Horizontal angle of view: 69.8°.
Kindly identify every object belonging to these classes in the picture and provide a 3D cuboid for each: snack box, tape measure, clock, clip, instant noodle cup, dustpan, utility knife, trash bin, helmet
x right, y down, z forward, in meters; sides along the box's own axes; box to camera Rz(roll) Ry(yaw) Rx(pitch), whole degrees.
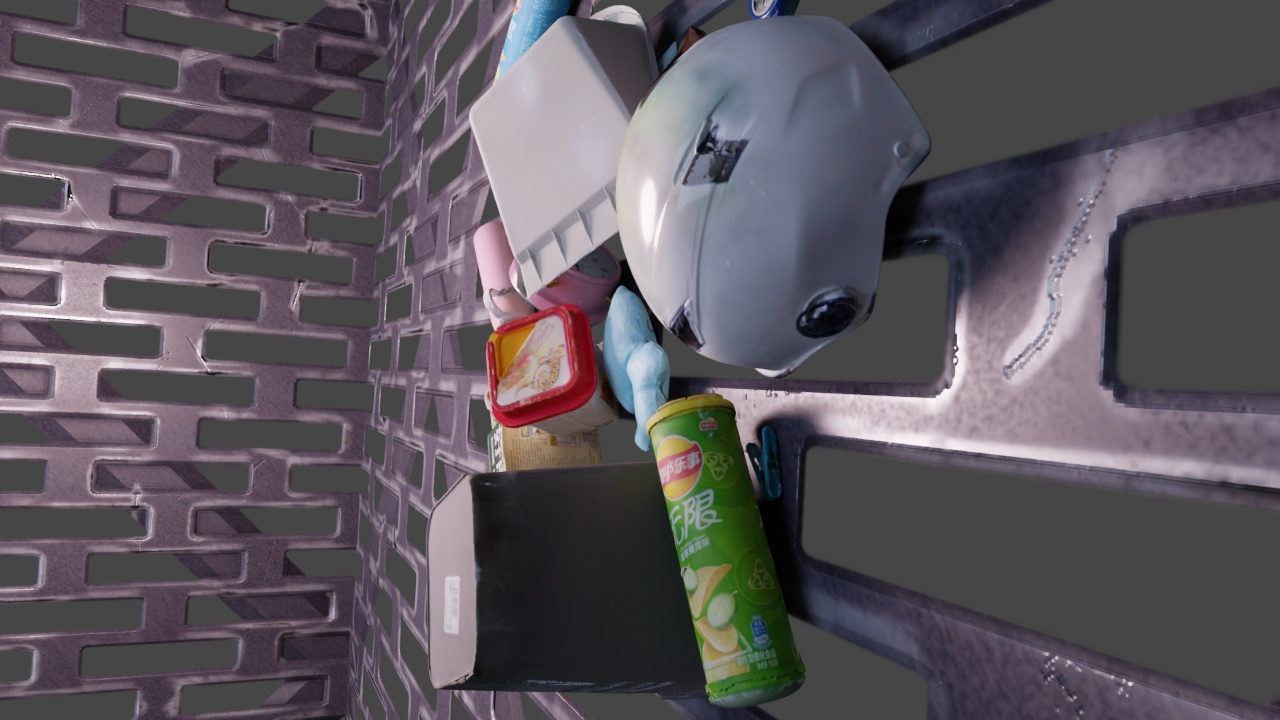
[{"bbox_3d":[-0.094,0.177,0.979,0.063,0.114,0.239,132,135,-53],"label":"snack box"},{"bbox_3d":[0.107,-0.286,0.709,0.054,0.025,0.058,-120,45,-54],"label":"tape measure"},{"bbox_3d":[-0.083,-0.107,1.000,0.060,0.117,0.158,-60,36,27],"label":"clock"},{"bbox_3d":[0.095,0.080,0.696,0.034,0.013,0.055,123,142,-49],"label":"clip"},{"bbox_3d":[-0.084,0.021,0.948,0.117,0.124,0.116,-18,61,16],"label":"instant noodle cup"},{"bbox_3d":[-0.055,-0.231,0.926,0.223,0.142,0.257,-31,81,38],"label":"dustpan"},{"bbox_3d":[0.001,-0.272,0.936,0.218,0.015,0.033,161,114,-70],"label":"utility knife"},{"bbox_3d":[-0.052,0.185,0.761,0.200,0.219,0.198,-42,49,55],"label":"trash bin"},{"bbox_3d":[0.060,-0.113,0.642,0.228,0.145,0.259,-111,34,-44],"label":"helmet"}]

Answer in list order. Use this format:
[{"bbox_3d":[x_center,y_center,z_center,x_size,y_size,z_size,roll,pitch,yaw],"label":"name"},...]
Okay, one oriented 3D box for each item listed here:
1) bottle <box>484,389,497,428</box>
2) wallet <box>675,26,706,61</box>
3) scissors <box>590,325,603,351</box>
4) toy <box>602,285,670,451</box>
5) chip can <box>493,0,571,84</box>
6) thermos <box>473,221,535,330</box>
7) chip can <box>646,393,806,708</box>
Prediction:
[{"bbox_3d":[-0.151,0.111,1.096,0.059,0.059,0.206,-113,12,-45],"label":"bottle"},{"bbox_3d":[0.052,-0.231,0.821,0.101,0.032,0.124,-67,31,30],"label":"wallet"},{"bbox_3d":[-0.095,0.037,1.071,0.198,0.015,0.213,7,116,34],"label":"scissors"},{"bbox_3d":[-0.005,0.005,0.886,0.156,0.049,0.161,176,92,-70],"label":"toy"},{"bbox_3d":[-0.148,-0.428,1.241,0.211,0.071,0.071,119,146,-44],"label":"chip can"},{"bbox_3d":[-0.197,-0.115,1.289,0.067,0.087,0.198,-34,45,18],"label":"thermos"},{"bbox_3d":[0.061,0.138,0.676,0.073,0.072,0.221,-49,48,53],"label":"chip can"}]
